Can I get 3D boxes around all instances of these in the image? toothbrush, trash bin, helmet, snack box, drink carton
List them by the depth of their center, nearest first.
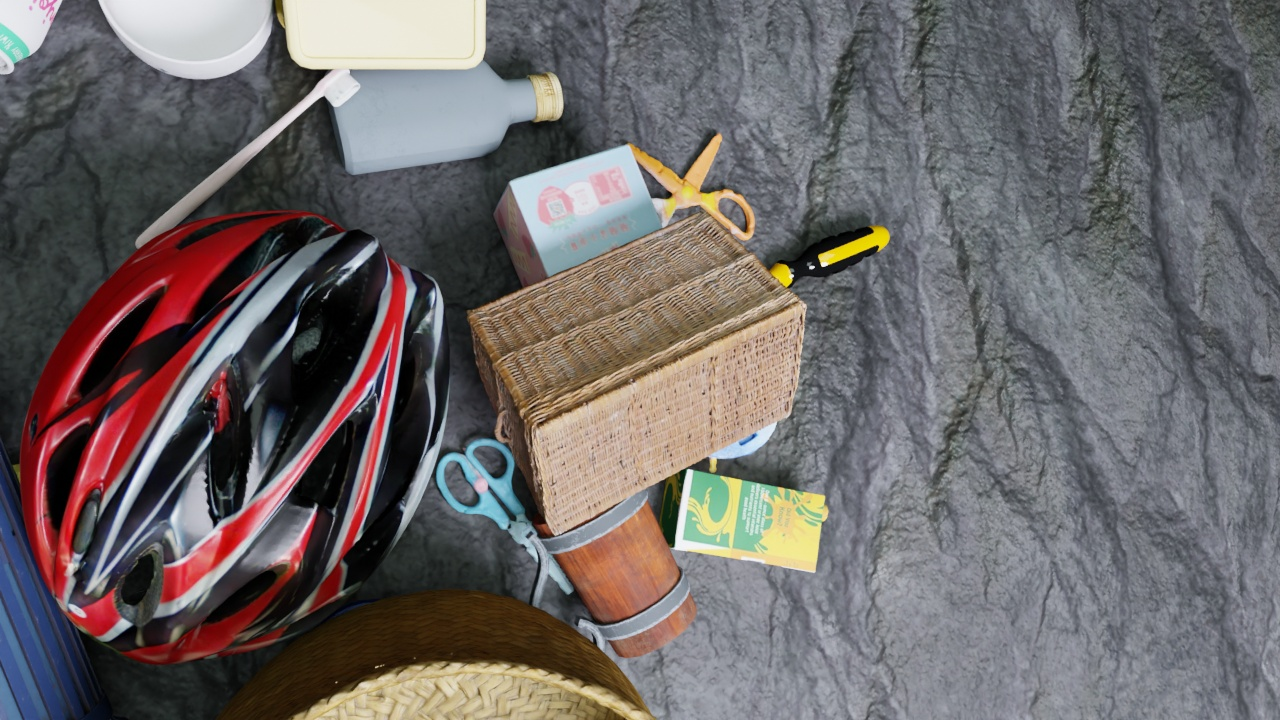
[{"bbox_3d":[-0.383,0.115,0.476,0.139,0.139,0.249,-20,95,-20],"label":"trash bin"},{"bbox_3d":[-0.215,0.044,0.526,0.217,0.167,0.271,36,69,-46],"label":"helmet"},{"bbox_3d":[-0.258,-0.130,0.601,0.181,0.015,0.018,-40,90,-1],"label":"toothbrush"},{"bbox_3d":[-0.042,-0.088,0.660,0.092,0.080,0.094,-23,89,-20],"label":"snack box"},{"bbox_3d":[0.079,0.122,0.696,0.122,0.041,0.058,13,79,-16],"label":"drink carton"},{"bbox_3d":[0.119,-0.071,0.741,0.196,0.031,0.031,-22,96,-16],"label":"toothbrush"}]

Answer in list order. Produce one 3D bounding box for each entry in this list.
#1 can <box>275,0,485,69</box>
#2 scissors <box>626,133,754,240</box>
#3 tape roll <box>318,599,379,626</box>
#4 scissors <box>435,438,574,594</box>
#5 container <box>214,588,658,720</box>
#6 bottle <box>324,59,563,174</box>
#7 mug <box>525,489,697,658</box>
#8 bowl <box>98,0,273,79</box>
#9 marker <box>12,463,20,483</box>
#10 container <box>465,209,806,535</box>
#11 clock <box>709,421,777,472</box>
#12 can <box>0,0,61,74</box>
[{"bbox_3d":[-0.174,-0.240,0.611,0.130,0.101,0.073,-6,125,-19],"label":"can"},{"bbox_3d":[0.036,-0.129,0.728,0.125,0.011,0.128,37,74,-12],"label":"scissors"},{"bbox_3d":[-0.178,0.207,0.612,0.093,0.016,0.091,13,80,-17],"label":"tape roll"},{"bbox_3d":[-0.090,0.115,0.658,0.056,0.015,0.137,-40,103,-17],"label":"scissors"},{"bbox_3d":[-0.114,0.281,0.511,0.306,0.196,0.307,-1,96,-13],"label":"container"},{"bbox_3d":[-0.136,-0.180,0.657,0.161,0.046,0.072,-13,88,-20],"label":"bottle"},{"bbox_3d":[-0.030,0.150,0.638,0.117,0.081,0.111,-30,97,-15],"label":"mug"},{"bbox_3d":[-0.297,-0.236,0.606,0.104,0.054,0.105,2,85,-18],"label":"bowl"},{"bbox_3d":[-0.417,0.082,0.546,0.123,0.017,0.021,-12,87,-18],"label":"marker"},{"bbox_3d":[-0.004,0.003,0.594,0.198,0.114,0.112,-24,53,-16],"label":"container"},{"bbox_3d":[0.050,0.017,0.693,0.088,0.052,0.125,-28,93,-19],"label":"clock"},{"bbox_3d":[-0.391,-0.268,0.560,0.088,0.088,0.165,19,78,-16],"label":"can"}]
